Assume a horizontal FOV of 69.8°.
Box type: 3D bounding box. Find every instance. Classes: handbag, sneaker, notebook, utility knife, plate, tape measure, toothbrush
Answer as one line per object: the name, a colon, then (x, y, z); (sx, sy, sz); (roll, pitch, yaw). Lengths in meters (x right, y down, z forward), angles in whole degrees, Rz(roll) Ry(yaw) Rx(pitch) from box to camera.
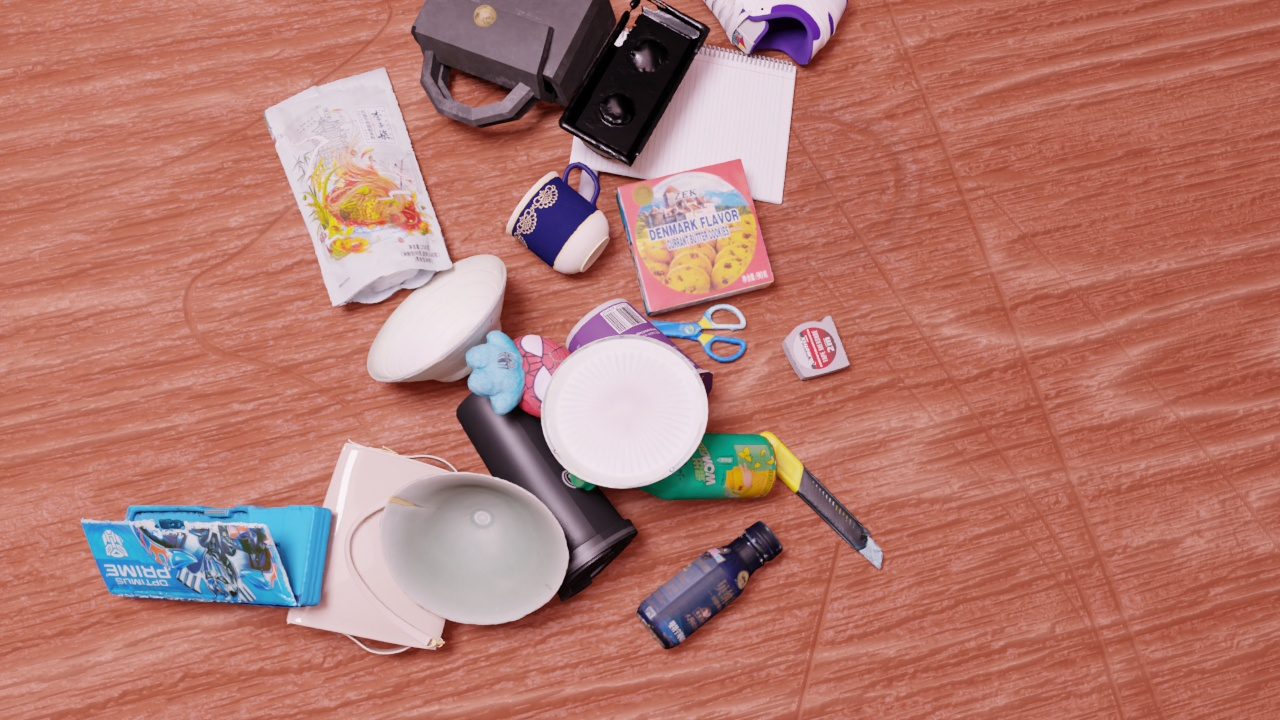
handbag: (-0.161, -0.351, 1.012); (0.197, 0.102, 0.199); (23, 82, 14)
handbag: (-0.222, 0.193, 0.912); (0.197, 0.101, 0.194); (17, 77, -12)
sneaker: (0.114, -0.417, 1.061); (0.244, 0.092, 0.111); (21, 74, -5)
notebook: (0.053, -0.286, 1.057); (0.245, 0.013, 0.177); (9, 78, -7)
utility knife: (0.190, 0.148, 0.974); (0.028, 0.020, 0.187); (-43, 82, -11)
plate: (-0.015, 0.047, 0.862); (0.157, 0.014, 0.156); (-2, 64, 3)
tape measure: (0.192, -0.012, 1.010); (0.062, 0.020, 0.060); (-18, 79, -6)
toothbrush: (-0.050, -0.258, 1.052); (0.019, 0.018, 0.187); (9, 77, -3)

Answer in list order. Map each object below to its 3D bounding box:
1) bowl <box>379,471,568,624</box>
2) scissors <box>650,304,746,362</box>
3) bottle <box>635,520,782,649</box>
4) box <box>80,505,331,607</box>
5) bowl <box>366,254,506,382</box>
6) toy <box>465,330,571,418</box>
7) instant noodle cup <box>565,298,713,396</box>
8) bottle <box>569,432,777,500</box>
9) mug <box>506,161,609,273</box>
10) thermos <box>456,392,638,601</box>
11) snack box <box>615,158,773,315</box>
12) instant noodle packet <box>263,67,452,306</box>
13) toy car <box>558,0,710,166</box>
bowl: (-0.151, 0.160, 0.864); (0.174, 0.067, 0.174); (1, 115, 3)
scissors: (0.054, -0.028, 1.010); (0.130, 0.022, 0.070); (0, 77, -8)
bottle: (0.072, 0.225, 0.932); (0.160, 0.056, 0.056); (-36, 82, -11)
box: (-0.411, 0.178, 0.850); (0.244, 0.085, 0.091); (-4, 73, 23)
bowl: (-0.195, -0.028, 0.950); (0.176, 0.177, 0.058); (-46, 124, -12)
toy: (-0.111, 0.014, 0.900); (0.132, 0.062, 0.092); (10, 49, -41)
instant noodle cup: (-0.006, 0.006, 0.959); (0.136, 0.122, 0.122); (-15, 61, -51)
bottle: (0.033, 0.105, 0.914); (0.209, 0.068, 0.068); (3, 76, -26)
mug: (-0.075, -0.152, 0.989); (0.089, 0.085, 0.112); (39, 103, 3)
thermos: (-0.100, 0.123, 0.927); (0.105, 0.106, 0.218); (-33, 76, -10)
snack box: (0.059, -0.136, 1.012); (0.142, 0.040, 0.145); (-14, 86, -6)
instant noodle packet: (-0.312, -0.196, 1.008); (0.146, 0.057, 0.269); (-21, 74, -9)
toy car: (-0.010, -0.298, 1.008); (0.094, 0.071, 0.191); (28, 77, -4)
